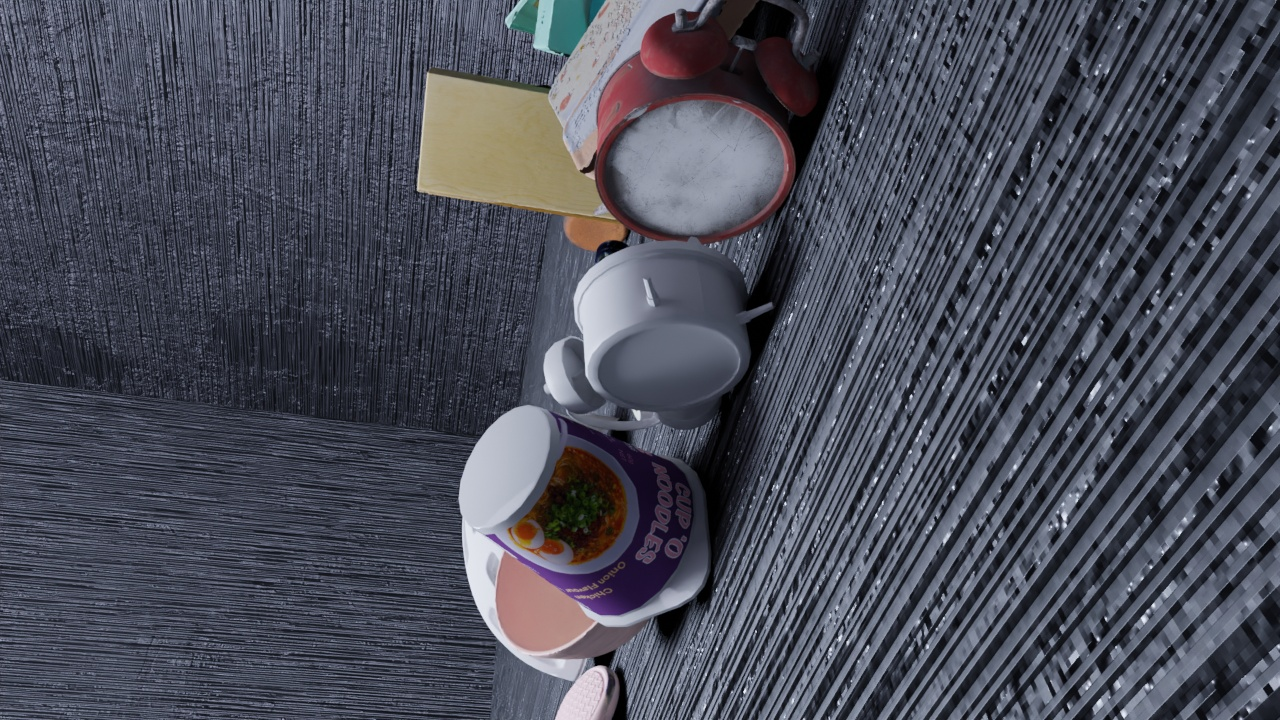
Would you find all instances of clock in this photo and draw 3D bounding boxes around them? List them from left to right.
[{"bbox_3d":[0.006,-0.007,0.561,0.160,0.119,0.061,125,148,-47],"label":"clock"},{"bbox_3d":[0.036,-0.136,0.501,0.157,0.110,0.061,120,156,-50],"label":"clock"}]

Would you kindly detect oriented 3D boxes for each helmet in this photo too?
[{"bbox_3d":[-0.090,0.190,0.956,0.225,0.183,0.282,102,155,-52],"label":"helmet"}]

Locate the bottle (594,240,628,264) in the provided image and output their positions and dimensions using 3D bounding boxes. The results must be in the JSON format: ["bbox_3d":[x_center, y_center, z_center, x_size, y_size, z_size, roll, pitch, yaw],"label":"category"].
[{"bbox_3d":[-0.030,-0.057,0.974,0.056,0.056,0.160,110,164,-53],"label":"bottle"}]

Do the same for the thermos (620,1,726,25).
[{"bbox_3d":[0.026,-0.247,0.690,0.106,0.106,0.218,-164,86,-80],"label":"thermos"}]

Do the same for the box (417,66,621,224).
[{"bbox_3d":[-0.112,-0.227,1.017,0.184,0.248,0.141,-162,80,-80],"label":"box"}]

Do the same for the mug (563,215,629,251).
[{"bbox_3d":[-0.049,-0.181,1.142,0.111,0.085,0.081,60,-159,-48],"label":"mug"}]

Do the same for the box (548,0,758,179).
[{"bbox_3d":[0.015,-0.230,0.597,0.217,0.043,0.150,-52,31,23],"label":"box"}]

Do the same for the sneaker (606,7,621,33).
[{"bbox_3d":[0.013,-0.246,0.818,0.097,0.091,0.246,61,143,41],"label":"sneaker"}]

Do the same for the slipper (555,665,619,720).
[{"bbox_3d":[-0.061,0.374,0.822,0.106,0.055,0.222,-110,38,-73],"label":"slipper"}]

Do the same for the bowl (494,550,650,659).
[{"bbox_3d":[-0.032,0.158,0.692,0.153,0.076,0.152,-29,43,32],"label":"bowl"}]

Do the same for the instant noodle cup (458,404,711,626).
[{"bbox_3d":[-0.039,0.093,0.580,0.137,0.122,0.122,23,80,53],"label":"instant noodle cup"}]

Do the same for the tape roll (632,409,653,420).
[{"bbox_3d":[-0.005,0.005,0.790,0.094,0.019,0.094,165,91,-83],"label":"tape roll"}]

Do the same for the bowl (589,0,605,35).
[{"bbox_3d":[0.011,-0.328,0.901,0.046,0.121,0.121,-37,-25,-41],"label":"bowl"}]

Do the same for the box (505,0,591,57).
[{"bbox_3d":[-0.057,-0.354,0.973,0.080,0.188,0.077,21,108,35],"label":"box"}]
